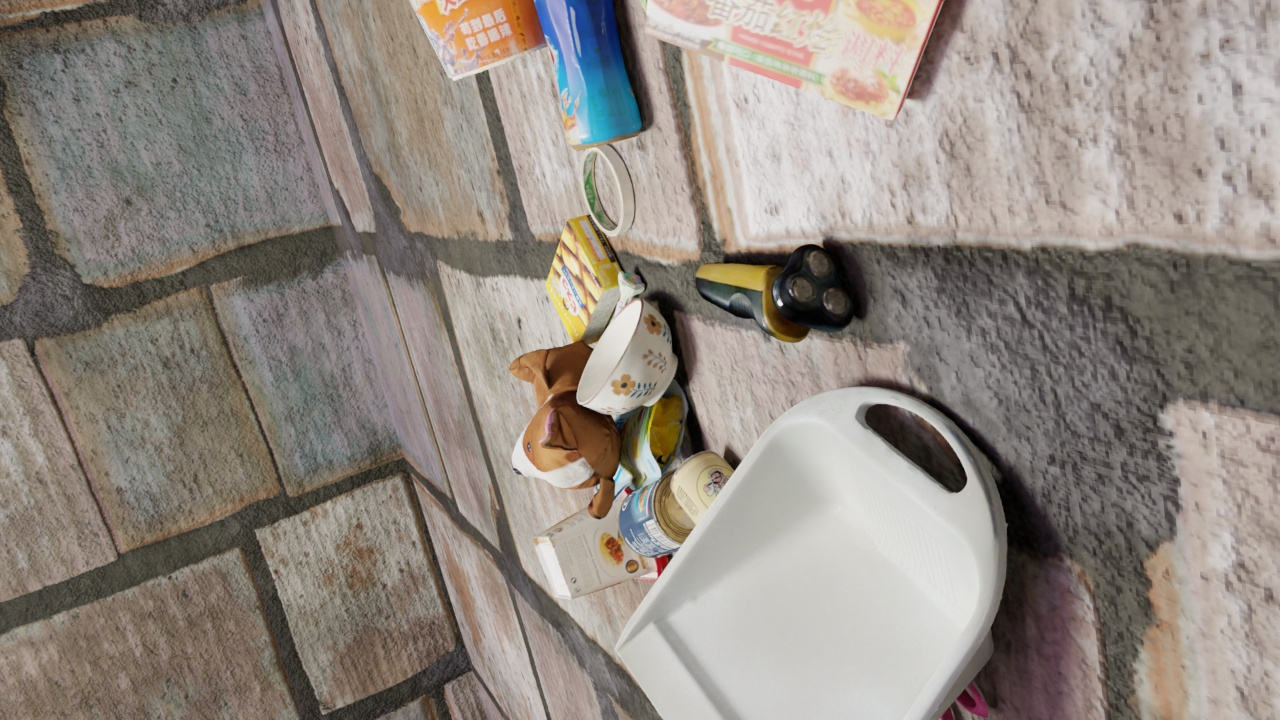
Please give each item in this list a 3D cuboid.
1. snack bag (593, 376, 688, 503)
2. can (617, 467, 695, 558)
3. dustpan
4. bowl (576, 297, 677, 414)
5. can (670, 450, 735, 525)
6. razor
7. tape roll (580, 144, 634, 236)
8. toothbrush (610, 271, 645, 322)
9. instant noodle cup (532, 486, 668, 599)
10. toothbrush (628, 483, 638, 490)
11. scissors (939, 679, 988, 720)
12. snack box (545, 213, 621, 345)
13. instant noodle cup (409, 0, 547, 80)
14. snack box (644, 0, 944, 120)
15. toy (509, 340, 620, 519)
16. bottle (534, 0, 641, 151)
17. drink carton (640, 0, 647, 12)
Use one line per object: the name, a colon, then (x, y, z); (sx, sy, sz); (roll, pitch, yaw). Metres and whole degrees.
snack bag: (-0.007, 0.087, 0.942); (0.191, 0.038, 0.110); (141, 135, -63)
can: (0.029, 0.152, 0.906); (0.075, 0.075, 0.111); (66, 156, 9)
dustpan: (0.107, 0.150, 0.592); (0.222, 0.257, 0.143); (44, 169, 46)
bowl: (-0.005, 0.005, 0.856); (0.062, 0.113, 0.114); (30, 161, -14)
can: (0.079, 0.136, 0.805); (0.116, 0.058, 0.059); (49, 149, 41)
razor: (0.087, -0.053, 0.659); (0.167, 0.062, 0.067); (25, 100, 66)
tape roll: (-0.032, -0.161, 0.869); (0.086, 0.013, 0.086); (47, 148, 42)
toothbrush: (-0.025, -0.031, 0.953); (0.029, 0.020, 0.190); (31, 149, 6)
instant noodle cup: (-0.049, 0.217, 1.067); (0.116, 0.124, 0.116); (68, 157, 3)
toothbrush: (0.036, 0.179, 0.984); (0.191, 0.018, 0.016); (44, 147, 46)
scissors: (0.199, 0.211, 0.660); (0.134, 0.017, 0.113); (51, 155, 47)
snack box: (-0.060, -0.081, 0.973); (0.087, 0.033, 0.141); (64, 158, 16)
instant noodle cup: (-0.133, -0.322, 0.812); (0.151, 0.151, 0.111); (21, 136, 61)
snack box: (0.078, -0.189, 0.489); (0.153, 0.025, 0.075); (24, 141, 12)
toy: (-0.078, 0.064, 0.923); (0.140, 0.130, 0.199); (50, -172, -33)
bottle: (-0.052, -0.286, 0.751); (0.065, 0.065, 0.219); (16, 122, 62)
drink carton: (0.039, -0.271, 0.578); (0.045, 0.053, 0.123); (67, 157, 6)
